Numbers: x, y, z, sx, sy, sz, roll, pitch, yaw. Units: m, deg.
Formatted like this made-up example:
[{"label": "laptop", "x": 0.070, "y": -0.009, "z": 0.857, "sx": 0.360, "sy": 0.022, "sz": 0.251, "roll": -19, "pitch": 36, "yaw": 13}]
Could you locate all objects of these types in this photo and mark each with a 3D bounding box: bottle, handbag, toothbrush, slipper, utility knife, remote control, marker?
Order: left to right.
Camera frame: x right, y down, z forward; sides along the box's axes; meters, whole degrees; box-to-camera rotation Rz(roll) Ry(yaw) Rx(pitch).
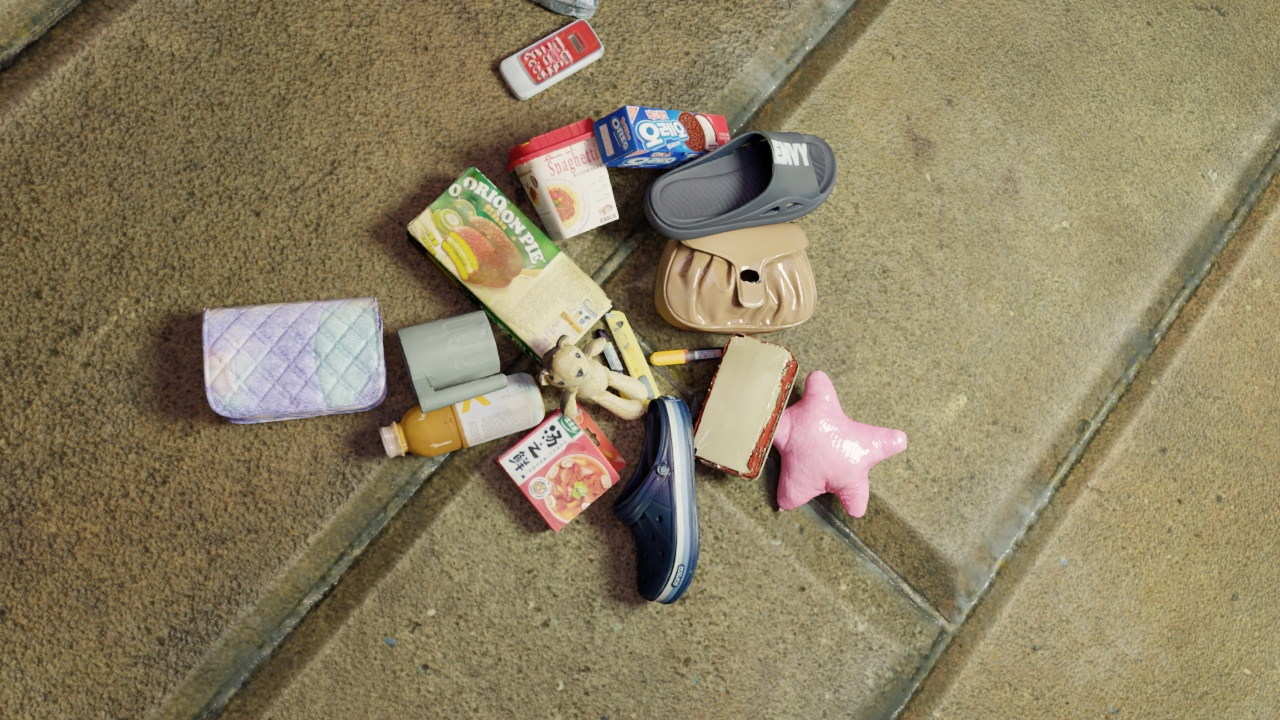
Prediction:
[{"label": "handbag", "x": -0.390, "y": -0.002, "z": 1.044, "sx": 0.193, "sy": 0.076, "sz": 0.134, "roll": -4, "pitch": 81, "yaw": -15}, {"label": "bottle", "x": -0.210, "y": 0.069, "z": 1.082, "sx": 0.189, "sy": 0.068, "sz": 0.068, "roll": -17, "pitch": 88, "yaw": -14}, {"label": "remote control", "x": -0.113, "y": -0.386, "z": 1.176, "sx": 0.135, "sy": 0.020, "sz": 0.056, "roll": -33, "pitch": 93, "yaw": -15}, {"label": "marker", "x": -0.028, "y": 0.017, "z": 1.159, "sx": 0.018, "sy": 0.015, "sz": 0.124, "roll": -23, "pitch": 87, "yaw": -8}, {"label": "utility knife", "x": -0.007, "y": 0.007, "z": 1.166, "sx": 0.031, "sy": 0.018, "sz": 0.151, "roll": -24, "pitch": 86, "yaw": -20}, {"label": "slipper", "x": 0.016, "y": 0.167, "z": 1.106, "sx": 0.095, "sy": 0.105, "sz": 0.252, "roll": 3, "pitch": 84, "yaw": -12}, {"label": "toothbrush", "x": 0.064, "y": 0.136, "z": 1.167, "sx": 0.014, "sy": 0.017, "sz": 0.189, "roll": 5, "pitch": 85, "yaw": -13}, {"label": "marker", "x": 0.072, "y": -0.007, "z": 1.185, "sx": 0.123, "sy": 0.015, "sz": 0.018, "roll": -5, "pitch": 87, "yaw": -16}, {"label": "handbag", "x": 0.123, "y": -0.106, "z": 1.161, "sx": 0.204, "sy": 0.100, "sz": 0.147, "roll": -1, "pitch": 88, "yaw": -13}, {"label": "slipper", "x": 0.134, "y": -0.220, "z": 1.114, "sx": 0.267, "sy": 0.083, "sz": 0.110, "roll": -19, "pitch": 77, "yaw": -18}]

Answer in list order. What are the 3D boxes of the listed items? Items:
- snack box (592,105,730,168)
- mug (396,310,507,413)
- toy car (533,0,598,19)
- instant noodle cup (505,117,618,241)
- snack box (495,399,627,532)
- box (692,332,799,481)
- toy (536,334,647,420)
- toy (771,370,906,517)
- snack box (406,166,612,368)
[{"label": "snack box", "x": 0.033, "y": -0.269, "z": 1.125, "sx": 0.207, "sy": 0.057, "sz": 0.058, "roll": -13, "pitch": 88, "yaw": -50}, {"label": "mug", "x": -0.218, "y": 0.004, "z": 1.066, "sx": 0.103, "sy": 0.084, "sz": 0.124, "roll": -17, "pitch": 47, "yaw": -17}, {"label": "toy car", "x": -0.106, "y": -0.466, "z": 1.171, "sx": 0.105, "sy": 0.049, "sz": 0.031, "roll": 17, "pitch": 77, "yaw": -10}, {"label": "instant noodle cup", "x": -0.090, "y": -0.217, "z": 1.123, "sx": 0.116, "sy": 0.117, "sz": 0.124, "roll": -24, "pitch": 102, "yaw": -15}, {"label": "snack box", "x": -0.092, "y": 0.124, "z": 1.116, "sx": 0.127, "sy": 0.044, "sz": 0.113, "roll": -40, "pitch": 94, "yaw": -14}, {"label": "box", "x": 0.128, "y": 0.057, "z": 1.136, "sx": 0.091, "sy": 0.079, "sz": 0.168, "roll": 18, "pitch": 84, "yaw": 23}, {"label": "toy", "x": -0.053, "y": 0.026, "z": 1.094, "sx": 0.157, "sy": 0.066, "sz": 0.105, "roll": 29, "pitch": 86, "yaw": -40}, {"label": "toy", "x": 0.223, "y": 0.115, "z": 1.178, "sx": 0.194, "sy": 0.074, "sz": 0.178, "roll": 36, "pitch": 92, "yaw": 4}, {"label": "snack box", "x": -0.159, "y": -0.109, "z": 1.115, "sx": 0.240, "sy": 0.063, "sz": 0.114, "roll": 43, "pitch": 76, "yaw": -6}]
